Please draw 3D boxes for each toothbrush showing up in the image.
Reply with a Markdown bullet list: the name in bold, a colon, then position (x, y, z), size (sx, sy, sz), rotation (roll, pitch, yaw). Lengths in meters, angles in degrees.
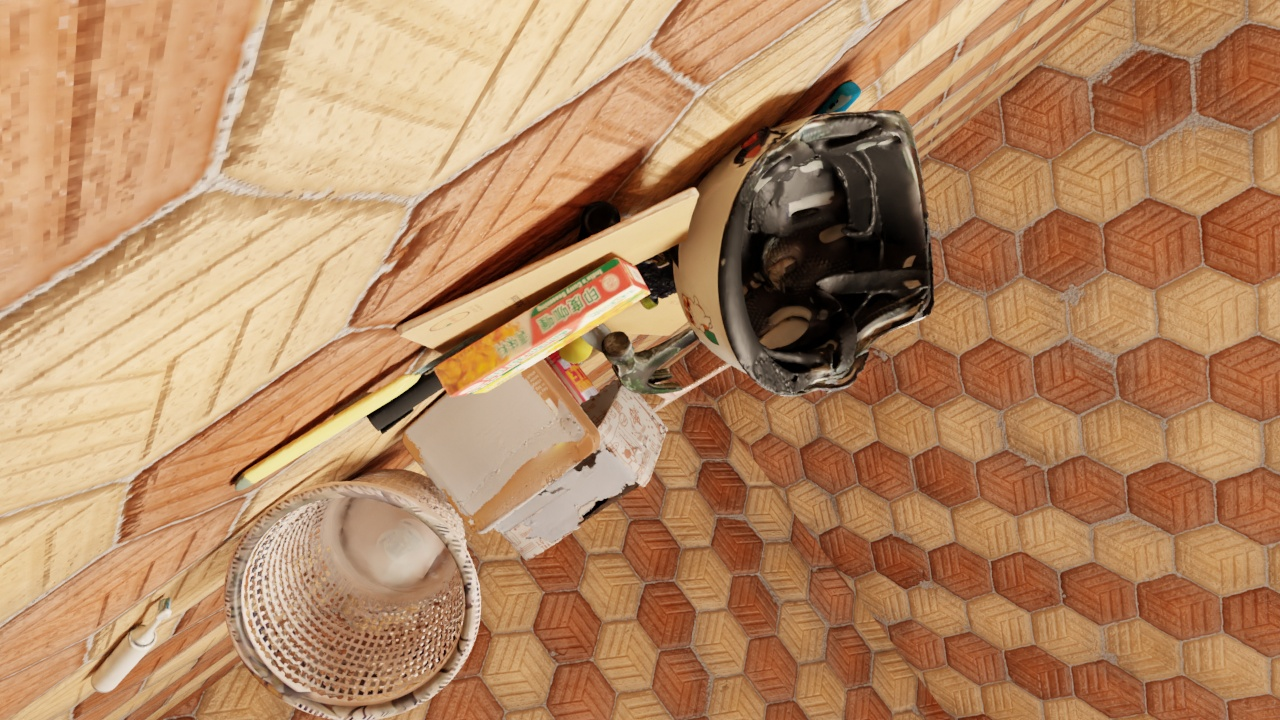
- **toothbrush**: position (-0.496, 0.280, 0.899), size (0.026, 0.026, 0.222), rotation (15, 139, -37)
- **toothbrush**: position (-0.042, -0.077, 0.719), size (0.027, 0.026, 0.213), rotation (-7, 171, -10)

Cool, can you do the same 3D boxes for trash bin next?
- **trash bin**: position (-0.260, 0.203, 0.906), size (0.227, 0.227, 0.192), rotation (-37, -171, 4)

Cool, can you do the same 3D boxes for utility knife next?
- **utility knife**: position (-0.199, 0.036, 0.656), size (0.206, 0.021, 0.031), rotation (-28, 175, -9)
- **utility knife**: position (0.160, -0.214, 0.927), size (0.034, 0.018, 0.205), rotation (-37, 175, -30)

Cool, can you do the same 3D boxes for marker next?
- **marker**: position (-0.162, 0.014, 0.747), size (0.132, 0.022, 0.020), rotation (-36, -147, -12)

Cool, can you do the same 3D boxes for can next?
- **can**: position (-0.093, 0.036, 1.105), size (0.066, 0.094, 0.066), rotation (-37, 177, -3)

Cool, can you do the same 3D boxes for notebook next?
- **notebook**: position (0.034, -0.078, 0.955), size (0.149, 0.012, 0.212), rotation (2, 154, -37)
- **notebook**: position (-0.058, -0.057, 0.643), size (0.207, 0.008, 0.148), rotation (-26, 176, -2)

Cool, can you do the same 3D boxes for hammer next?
- **hammer**: position (0.115, -0.066, 0.931), size (0.323, 0.032, 0.126), rotation (-33, 150, -2)

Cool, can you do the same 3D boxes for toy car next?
- **toy car**: position (0.008, -0.084, 0.838), size (0.070, 0.042, 0.158), rotation (-25, 165, 22)

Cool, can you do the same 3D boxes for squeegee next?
- **squeegee**: position (-0.006, 0.006, 0.990), size (0.248, 0.040, 0.249), rotation (-32, 143, 14)

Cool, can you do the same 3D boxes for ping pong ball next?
- **ping pong ball**: position (-0.074, -0.017, 1.036), size (0.040, 0.040, 0.040), rotation (-37, 176, -3)

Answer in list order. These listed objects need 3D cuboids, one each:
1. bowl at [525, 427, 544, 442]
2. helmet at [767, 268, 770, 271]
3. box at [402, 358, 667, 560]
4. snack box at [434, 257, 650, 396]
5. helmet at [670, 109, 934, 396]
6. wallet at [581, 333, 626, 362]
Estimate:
- **bowl**: position (-0.156, 0.077, 1.084), size (0.117, 0.116, 0.066), rotation (136, -36, -63)
- **helmet**: position (0.184, -0.108, 1.131), size (0.240, 0.144, 0.207), rotation (-49, -160, -7)
- **box**: position (-0.109, 0.074, 0.928), size (0.183, 0.193, 0.156), rotation (-36, -169, 23)
- **snack box**: position (-0.070, -0.023, 0.678), size (0.156, 0.027, 0.077), rotation (-30, 175, 9)
- **helmet**: position (0.124, -0.098, 0.797), size (0.273, 0.230, 0.157), rotation (-33, -152, -27)
- **wallet**: position (-0.040, -0.039, 1.164), size (0.115, 0.033, 0.090), rotation (-37, 174, 8)
